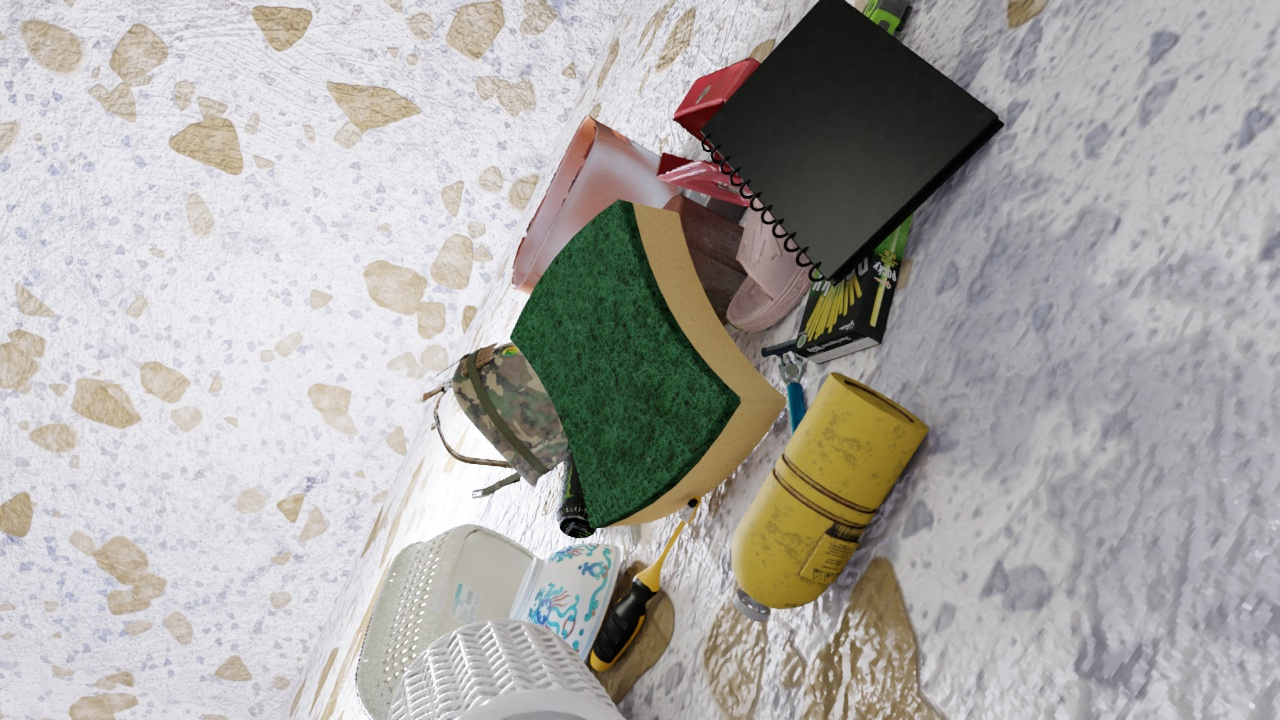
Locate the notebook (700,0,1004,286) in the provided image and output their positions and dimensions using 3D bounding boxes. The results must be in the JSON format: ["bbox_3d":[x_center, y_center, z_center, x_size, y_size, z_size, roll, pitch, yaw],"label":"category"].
[{"bbox_3d":[0.149,-0.182,0.731,0.169,0.019,0.231,-46,45,17],"label":"notebook"}]

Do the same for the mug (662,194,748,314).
[{"bbox_3d":[0.063,-0.117,0.947,0.096,0.110,0.122,-51,22,24],"label":"mug"}]

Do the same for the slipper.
[{"bbox_3d":[0.137,-0.131,0.819,0.240,0.064,0.094,-58,19,19],"label":"slipper"}]

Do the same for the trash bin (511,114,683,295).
[{"bbox_3d":[-0.064,-0.204,1.347,0.260,0.157,0.181,-61,18,17],"label":"trash bin"}]

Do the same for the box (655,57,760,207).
[{"bbox_3d":[0.108,-0.223,0.922,0.117,0.135,0.157,-71,19,0],"label":"box"}]

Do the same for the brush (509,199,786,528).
[{"bbox_3d":[-0.005,0.005,0.827,0.196,0.075,0.250,-47,57,34],"label":"brush"}]

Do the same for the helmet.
[{"bbox_3d":[-0.175,0.072,1.230,0.236,0.193,0.224,-39,32,-3],"label":"helmet"}]

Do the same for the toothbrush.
[{"bbox_3d":[0.005,0.200,0.816,0.030,0.031,0.197,-3,-54,-60],"label":"toothbrush"}]

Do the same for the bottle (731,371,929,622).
[{"bbox_3d":[0.110,0.095,0.587,0.164,0.071,0.071,-61,18,13],"label":"bottle"}]

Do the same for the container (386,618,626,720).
[{"bbox_3d":[-0.100,0.317,0.710,0.189,0.189,0.187,-67,16,-5],"label":"container"}]

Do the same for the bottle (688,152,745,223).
[{"bbox_3d":[0.094,-0.195,1.058,0.174,0.046,0.083,-62,18,10],"label":"bottle"}]

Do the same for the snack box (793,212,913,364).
[{"bbox_3d":[0.169,-0.075,0.715,0.080,0.025,0.147,-25,43,64],"label":"snack box"}]

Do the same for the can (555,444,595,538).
[{"bbox_3d":[-0.065,0.138,1.066,0.054,0.054,0.137,-50,23,40],"label":"can"}]

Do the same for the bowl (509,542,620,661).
[{"bbox_3d":[-0.083,0.238,0.905,0.144,0.074,0.144,-158,92,-84],"label":"bowl"}]

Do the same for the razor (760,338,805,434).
[{"bbox_3d":[0.122,0.038,0.717,0.042,0.022,0.143,-17,43,18],"label":"razor"}]

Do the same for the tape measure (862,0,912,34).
[{"bbox_3d":[0.228,-0.320,0.855,0.058,0.036,0.066,-95,29,-74],"label":"tape measure"}]

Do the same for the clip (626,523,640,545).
[{"bbox_3d":[-0.011,0.140,0.950,0.101,0.040,0.054,-109,33,-64],"label":"clip"}]

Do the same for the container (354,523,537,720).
[{"bbox_3d":[-0.210,0.312,1.065,0.144,0.184,0.250,-40,29,36],"label":"container"}]
